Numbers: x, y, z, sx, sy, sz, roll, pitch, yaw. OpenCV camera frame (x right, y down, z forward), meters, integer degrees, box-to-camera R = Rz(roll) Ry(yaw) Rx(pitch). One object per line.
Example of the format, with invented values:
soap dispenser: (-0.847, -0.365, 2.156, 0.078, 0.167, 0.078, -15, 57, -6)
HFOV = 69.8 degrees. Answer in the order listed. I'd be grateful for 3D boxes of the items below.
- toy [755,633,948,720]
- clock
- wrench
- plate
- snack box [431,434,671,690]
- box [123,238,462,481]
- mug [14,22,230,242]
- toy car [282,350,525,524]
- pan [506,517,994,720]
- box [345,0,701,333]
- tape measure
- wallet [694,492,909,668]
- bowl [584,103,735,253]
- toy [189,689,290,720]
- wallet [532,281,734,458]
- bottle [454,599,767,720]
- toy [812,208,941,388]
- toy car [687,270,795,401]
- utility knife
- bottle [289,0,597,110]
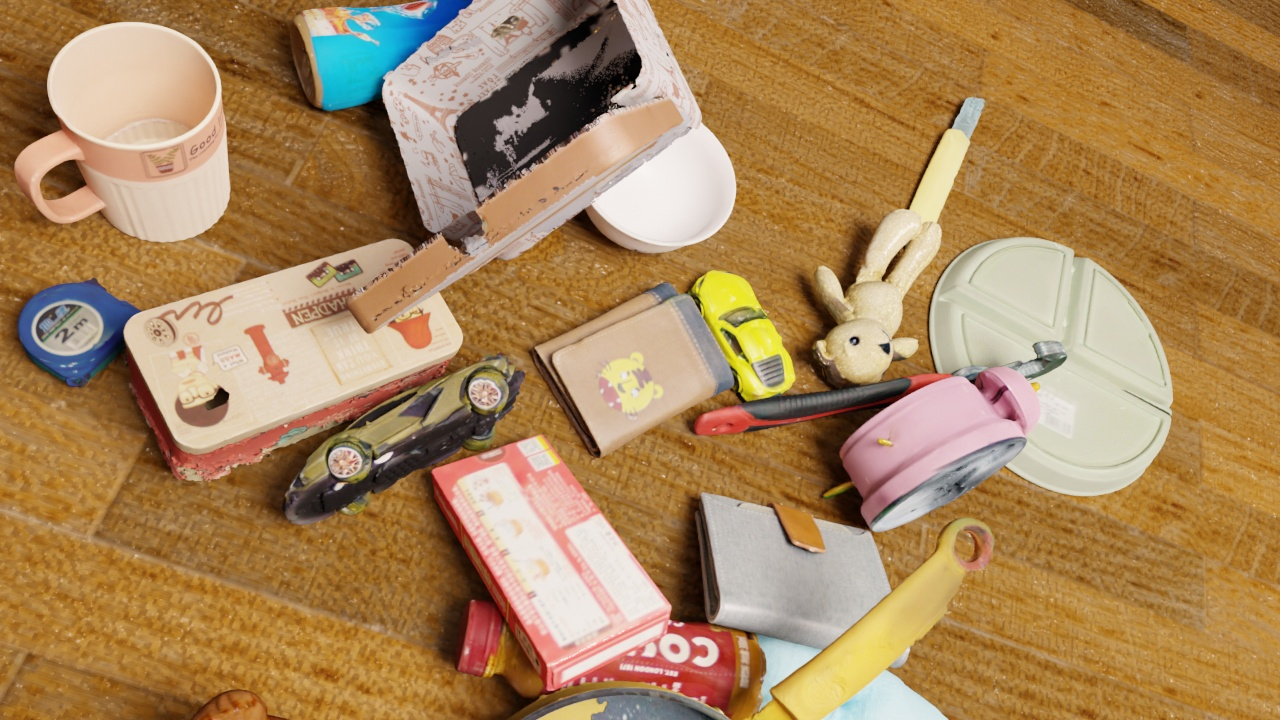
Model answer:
toy: (0.137, 0.235, 0.562, 0.156, 0.050, 0.161, 7, 61, -6)
clock: (0.209, 0.057, 0.629, 0.158, 0.117, 0.059, -16, 62, -23)
wrench: (0.169, 0.023, 0.646, 0.273, 0.056, 0.016, -10, 64, -8)
plate: (0.342, -0.003, 0.751, 0.230, 0.028, 0.229, 7, 65, -16)
snack box: (-0.055, 0.107, 0.521, 0.075, 0.026, 0.153, -18, 45, -28)
box: (-0.199, 0.003, 0.537, 0.168, 0.076, 0.091, -24, 76, -33)
mug: (-0.296, -0.119, 0.529, 0.081, 0.106, 0.114, 45, 61, 3)
toy car: (-0.136, 0.045, 0.535, 0.157, 0.070, 0.042, -29, 75, -28)
pan: (0.046, 0.209, 0.468, 0.357, 0.078, 0.197, -44, 93, -12)
box: (-0.064, -0.124, 0.541, 0.134, 0.180, 0.270, 43, 28, -35)
tape measure: (-0.321, -0.017, 0.523, 0.054, 0.025, 0.058, 33, 57, -2)
wallet: (0.101, 0.132, 0.581, 0.129, 0.037, 0.106, 17, 35, -15)
bowl: (0.002, -0.119, 0.658, 0.118, 0.065, 0.118, 8, 66, -17)
toy: (-0.201, 0.257, 0.398, 0.140, 0.131, 0.199, 41, 70, -6)
wallet: (-0.004, 0.004, 0.624, 0.115, 0.033, 0.090, -27, 80, -24)
bottle: (-0.017, 0.172, 0.529, 0.175, 0.058, 0.057, 13, 64, -14)
toy: (0.181, -0.046, 0.690, 0.105, 0.066, 0.157, 39, 67, -20)
toy car: (0.074, -0.021, 0.661, 0.048, 0.032, 0.105, -20, 74, -25)
utility knife: (0.266, -0.167, 0.799, 0.031, 0.021, 0.204, 34, 68, -7)
bottle: (-0.132, -0.228, 0.658, 0.218, 0.065, 0.065, -18, 75, -26)
